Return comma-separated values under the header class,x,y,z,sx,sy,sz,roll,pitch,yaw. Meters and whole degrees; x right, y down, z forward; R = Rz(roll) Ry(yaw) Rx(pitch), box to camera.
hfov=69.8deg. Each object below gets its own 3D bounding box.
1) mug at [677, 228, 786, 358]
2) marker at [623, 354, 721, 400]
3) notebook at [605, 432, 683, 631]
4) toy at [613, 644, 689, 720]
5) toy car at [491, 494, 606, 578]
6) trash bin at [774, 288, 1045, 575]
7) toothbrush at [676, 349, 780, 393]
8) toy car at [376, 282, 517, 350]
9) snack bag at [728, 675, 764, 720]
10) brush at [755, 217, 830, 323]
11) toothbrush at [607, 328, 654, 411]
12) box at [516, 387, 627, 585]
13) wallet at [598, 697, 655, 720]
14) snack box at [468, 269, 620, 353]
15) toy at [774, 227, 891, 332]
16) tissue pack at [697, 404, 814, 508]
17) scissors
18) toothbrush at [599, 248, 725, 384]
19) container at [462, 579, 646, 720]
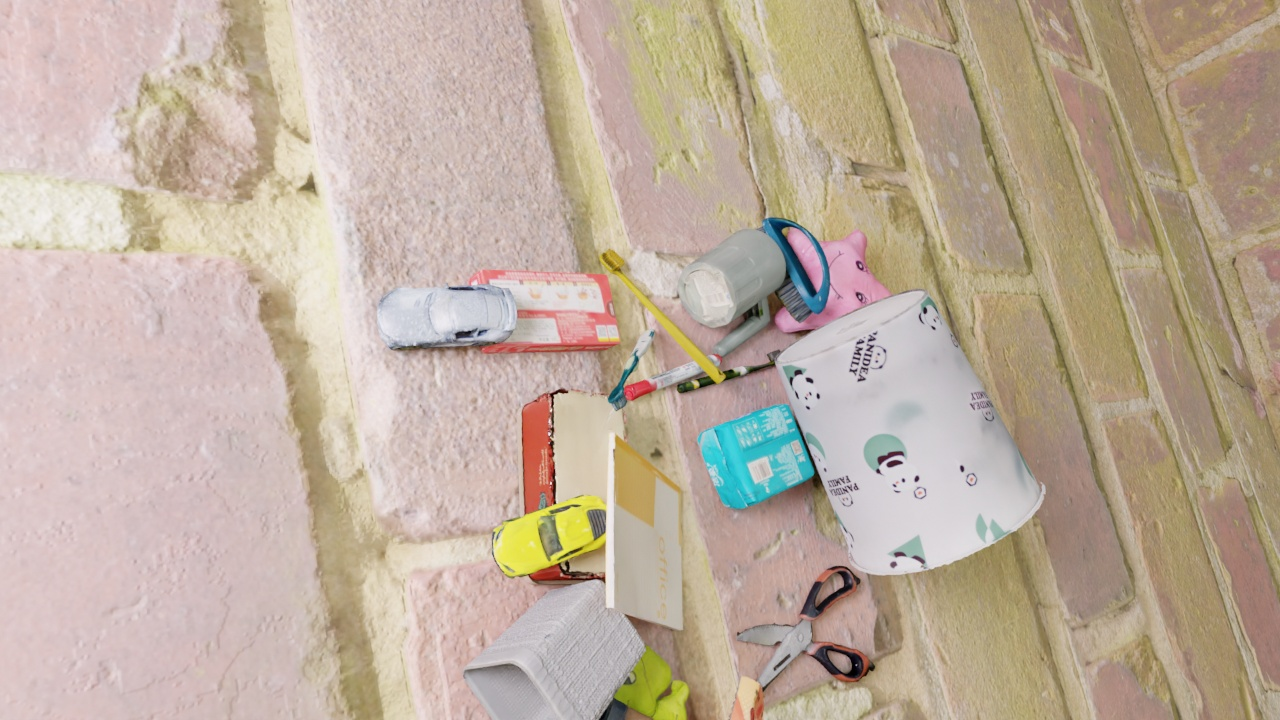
class,x,y,z,sx,sy,sz,roll,pitch,yaw
mug,0.107,-0.075,1.047,0.103,0.084,0.124,-35,122,-42
marker,0.038,0.016,0.985,0.144,0.017,0.017,-19,86,-43
notebook,0.006,0.163,0.831,0.206,0.010,0.145,49,37,-62
toy,0.004,0.302,0.835,0.096,0.031,0.100,-14,89,-38
toy car,-0.070,0.143,0.750,0.105,0.032,0.048,-15,84,-27
trash bin,0.285,0.072,1.026,0.228,0.230,0.252,-32,97,-43
toothbrush,0.106,0.011,1.050,0.185,0.012,0.017,-15,77,-43
toy car,-0.168,-0.039,0.802,0.120,0.037,0.054,-5,78,-22
snack bag,0.070,0.403,0.819,0.207,0.073,0.129,-60,149,-34
brush,0.186,-0.117,1.103,0.055,0.074,0.143,25,36,-55
toothbrush,-0.005,0.005,0.903,0.018,0.016,0.191,64,20,-15
box,-0.053,0.113,0.827,0.091,0.078,0.168,9,68,-37
wallet,-0.007,0.352,0.794,0.115,0.033,0.090,36,75,-27
snack box,-0.090,-0.047,0.894,0.152,0.026,0.075,-2,75,-41
toy,0.261,-0.092,1.173,0.178,0.075,0.194,20,62,-11
tissue pack,0.130,0.103,1.008,0.133,0.050,0.093,-14,81,-43
scissors,0.189,0.299,1.006,0.226,0.015,0.188,36,53,-26
toothbrush,0.026,-0.047,0.985,0.190,0.017,0.015,46,47,-9
container,-0.066,0.248,0.759,0.114,0.090,0.090,-41,102,-46
